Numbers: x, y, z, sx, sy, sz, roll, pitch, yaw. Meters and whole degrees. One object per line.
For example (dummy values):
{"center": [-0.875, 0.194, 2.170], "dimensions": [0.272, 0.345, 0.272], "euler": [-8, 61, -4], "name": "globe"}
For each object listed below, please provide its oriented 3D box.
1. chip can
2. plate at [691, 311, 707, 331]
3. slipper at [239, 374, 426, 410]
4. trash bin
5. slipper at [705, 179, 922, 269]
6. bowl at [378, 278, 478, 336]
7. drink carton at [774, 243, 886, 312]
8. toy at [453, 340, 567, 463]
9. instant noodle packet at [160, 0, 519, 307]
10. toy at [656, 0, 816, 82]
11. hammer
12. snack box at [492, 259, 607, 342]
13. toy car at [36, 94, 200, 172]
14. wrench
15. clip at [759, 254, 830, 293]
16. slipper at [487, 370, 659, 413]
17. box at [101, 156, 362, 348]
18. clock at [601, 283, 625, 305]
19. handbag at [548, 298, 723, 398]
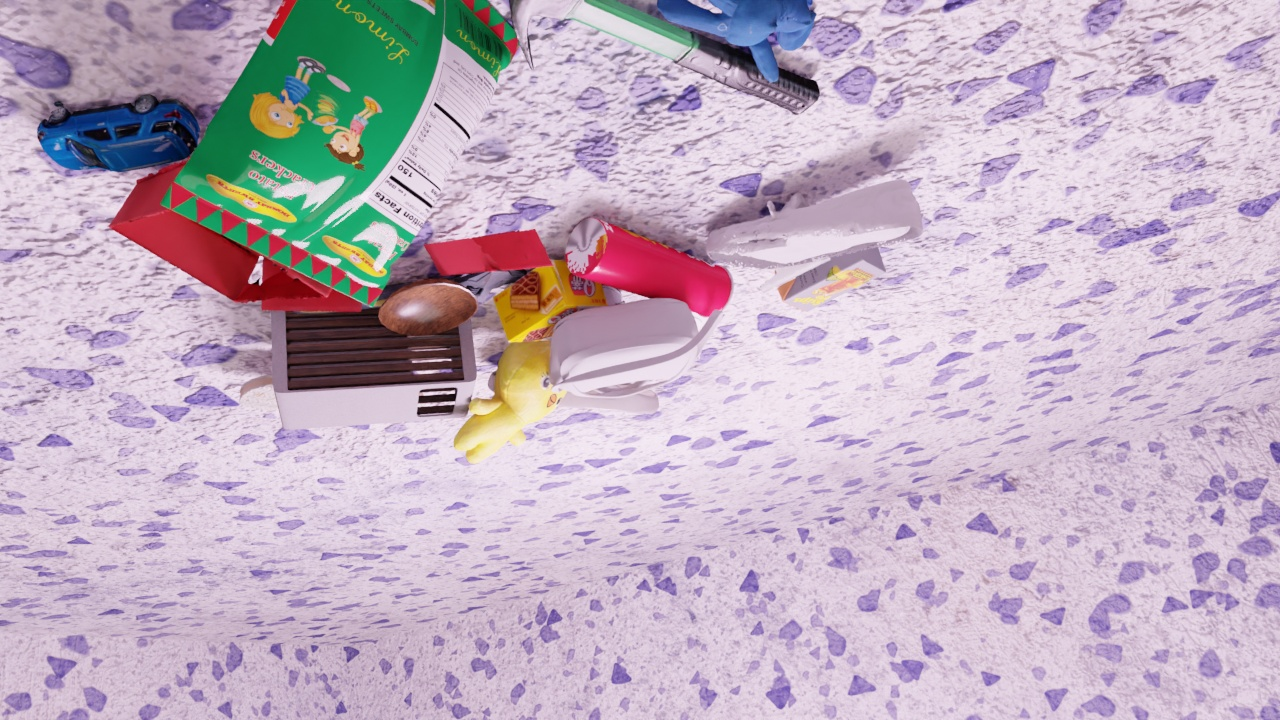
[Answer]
{"center": [0.015, -0.107, 1.086], "dimensions": [0.220, 0.069, 0.069], "euler": [14, 147, -44], "name": "chip can"}
{"center": [0.043, -0.046, 1.311], "dimensions": [0.134, 0.011, 0.135], "euler": [-9, 157, -4], "name": "plate"}
{"center": [-0.419, 0.043, 1.264], "dimensions": [0.115, 0.052, 0.262], "euler": [-27, 156, 37], "name": "slipper"}
{"center": [-0.327, 0.004, 1.132], "dimensions": [0.228, 0.114, 0.115], "euler": [-3, 156, -17], "name": "trash bin"}
{"center": [0.191, -0.153, 1.046], "dimensions": [0.247, 0.074, 0.112], "euler": [-10, 153, 25], "name": "slipper"}
{"center": [-0.246, -0.068, 1.059], "dimensions": [0.114, 0.026, 0.102], "euler": [-22, 151, 17], "name": "bowl"}
{"center": [0.244, -0.115, 1.192], "dimensions": [0.125, 0.048, 0.076], "euler": [-28, 152, 35], "name": "drink carton"}
{"center": [-0.161, 0.046, 1.197], "dimensions": [0.092, 0.207, 0.134], "euler": [29, 164, 24], "name": "toy"}
{"center": [-0.201, -0.182, 0.668], "dimensions": [0.090, 0.252, 0.195], "euler": [27, 177, 31], "name": "instant noodle packet"}
{"center": [0.099, -0.281, 0.714], "dimensions": [0.176, 0.071, 0.113], "euler": [-11, 148, -35], "name": "toy"}
{"center": [0.034, -0.265, 0.777], "dimensions": [0.318, 0.032, 0.131], "euler": [7, 150, -37], "name": "hammer"}
{"center": [-0.108, -0.071, 1.104], "dimensions": [0.106, 0.061, 0.083], "euler": [-28, 166, 34], "name": "snack box"}
{"center": [-0.426, -0.182, 0.749], "dimensions": [0.120, 0.043, 0.056], "euler": [-9, 157, -4], "name": "toy car"}
{"center": [-0.269, -0.081, 1.080], "dimensions": [0.273, 0.022, 0.073], "euler": [-7, 157, -9], "name": "wrench"}
{"center": [0.187, -0.129, 1.167], "dimensions": [0.102, 0.052, 0.057], "euler": [-27, -179, 32], "name": "clip"}
{"center": [-0.088, 0.022, 1.335], "dimensions": [0.265, 0.081, 0.113], "euler": [9, -167, -25], "name": "slipper"}
{"center": [-0.352, -0.068, 0.767], "dimensions": [0.214, 0.153, 0.165], "euler": [4, 151, 47], "name": "box"}
{"center": [-0.073, -0.058, 1.203], "dimensions": [0.094, 0.035, 0.123], "euler": [1, 154, -24], "name": "clock"}
{"center": [-0.007, 0.007, 1.138], "dimensions": [0.215, 0.095, 0.223], "euler": [-10, 158, -6], "name": "handbag"}
